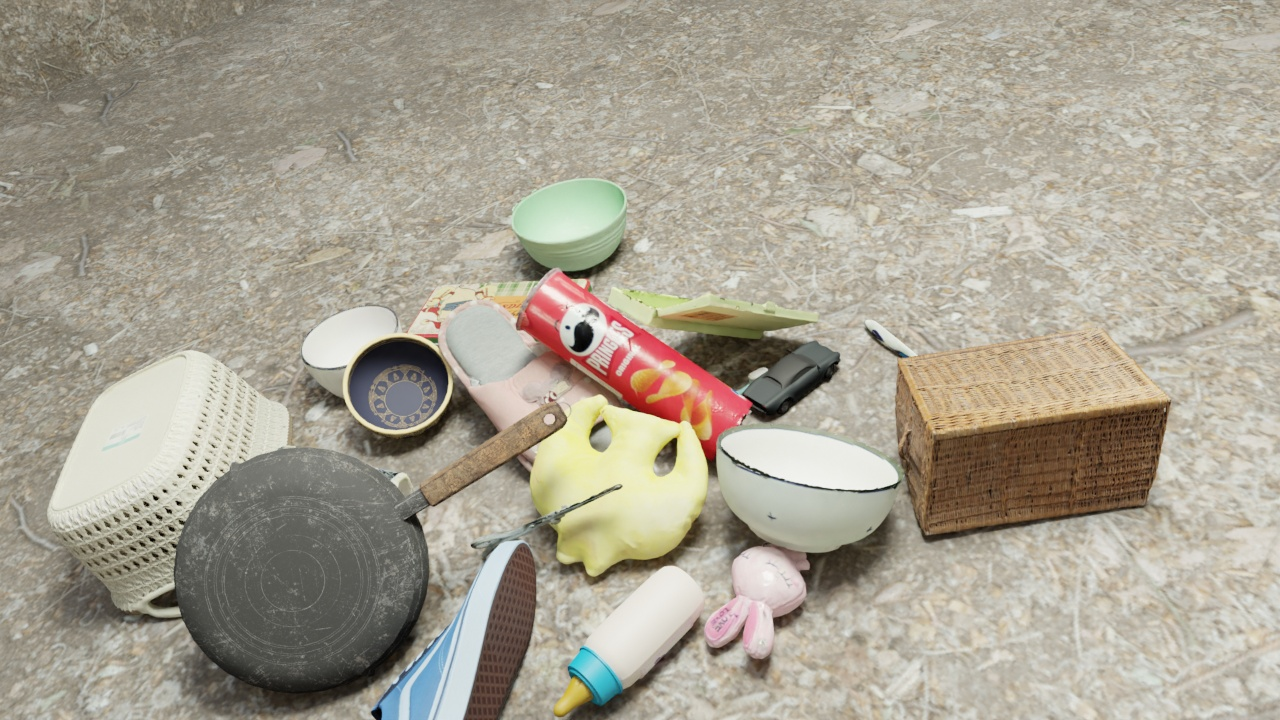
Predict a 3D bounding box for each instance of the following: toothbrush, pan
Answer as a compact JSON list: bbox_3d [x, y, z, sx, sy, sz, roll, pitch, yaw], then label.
[{"bbox_3d":[0.279,0.009,0.916,0.017,0.016,0.189,-31,42,-6],"label":"toothbrush"},{"bbox_3d":[0.055,0.053,0.924,0.180,0.017,0.016,-27,42,-16],"label":"toothbrush"},{"bbox_3d":[-0.209,0.132,0.741,0.357,0.207,0.040,-32,5,-3],"label":"pan"}]

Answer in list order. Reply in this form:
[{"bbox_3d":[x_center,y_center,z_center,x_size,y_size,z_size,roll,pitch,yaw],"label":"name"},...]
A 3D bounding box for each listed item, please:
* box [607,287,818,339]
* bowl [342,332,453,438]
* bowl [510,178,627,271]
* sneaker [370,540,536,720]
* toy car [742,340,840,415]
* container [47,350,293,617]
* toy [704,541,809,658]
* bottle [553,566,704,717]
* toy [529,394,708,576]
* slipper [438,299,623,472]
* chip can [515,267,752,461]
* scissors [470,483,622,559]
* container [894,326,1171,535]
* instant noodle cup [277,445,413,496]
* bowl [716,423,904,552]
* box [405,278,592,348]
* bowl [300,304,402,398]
[{"bbox_3d":[0.076,-0.046,0.935,0.141,0.044,0.187,4,0,42],"label":"box"},{"bbox_3d":[-0.257,0.034,0.986,0.112,0.061,0.112,2,69,-6],"label":"bowl"},{"bbox_3d":[-0.085,-0.164,1.173,0.151,0.077,0.150,-8,39,6],"label":"bowl"},{"bbox_3d":[-0.155,0.238,0.709,0.098,0.083,0.240,-1,42,18],"label":"sneaker"},{"bbox_3d":[0.153,0.015,0.927,0.112,0.034,0.046,-34,44,-24],"label":"toy car"},{"bbox_3d":[-0.453,0.109,0.894,0.185,0.143,0.246,-25,39,5],"label":"container"},{"bbox_3d":[0.095,0.185,0.730,0.064,0.047,0.109,6,45,34],"label":"toy"},{"bbox_3d":[-0.012,0.222,0.710,0.051,0.051,0.145,27,53,38],"label":"bottle"},{"bbox_3d":[-0.027,0.113,0.815,0.171,0.064,0.154,17,77,23],"label":"toy"},{"bbox_3d":[-0.111,0.027,0.918,0.114,0.054,0.274,-41,63,-16],"label":"slipper"},{"bbox_3d":[-0.005,0.005,0.876,0.233,0.073,0.073,34,53,7],"label":"chip can"},{"bbox_3d":[-0.081,0.140,0.791,0.170,0.095,0.014,-20,71,3],"label":"scissors"},{"bbox_3d":[0.316,0.057,0.771,0.198,0.114,0.112,-8,35,3],"label":"container"},{"bbox_3d":[-0.266,0.149,0.815,0.112,0.137,0.137,3,41,3],"label":"instant noodle cup"},{"bbox_3d":[0.135,0.109,0.765,0.153,0.073,0.153,7,15,-2],"label":"bowl"},{"bbox_3d":[-0.162,-0.046,1.077,0.206,0.050,0.117,1,42,15],"label":"box"},{"bbox_3d":[-0.323,-0.005,1.055,0.116,0.066,0.116,-8,40,6],"label":"bowl"}]
